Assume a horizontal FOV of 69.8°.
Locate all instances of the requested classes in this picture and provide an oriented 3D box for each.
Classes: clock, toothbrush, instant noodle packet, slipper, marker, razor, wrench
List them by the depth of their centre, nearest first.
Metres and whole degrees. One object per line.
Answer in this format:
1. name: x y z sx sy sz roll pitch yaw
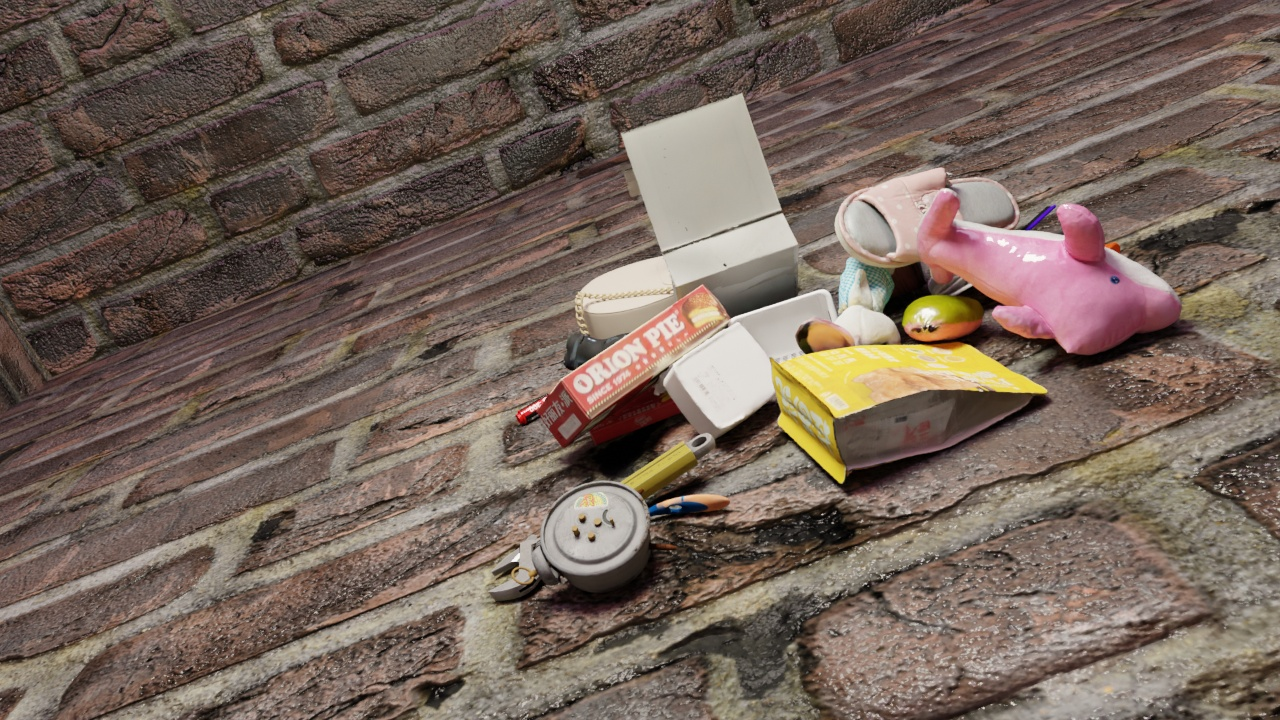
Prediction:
1. clock: -0.051 0.171 0.856 0.147 0.056 0.104 -26 45 -8
2. instant noodle packet: 0.262 0.032 0.917 0.221 0.084 0.163 -13 19 -9
3. toothbrush: 0.027 0.149 0.918 0.135 0.021 0.017 -14 38 24
4. wrench: -0.037 0.154 0.931 0.273 0.018 0.083 -32 21 -8
5. slipper: 0.348 -0.174 1.082 0.273 0.114 0.055 -15 -20 -26
6. clock: 0.307 -0.144 1.162 0.072 0.158 0.120 -19 21 22
7. razor: -0.045 -0.018 1.267 0.141 0.064 0.052 -11 39 32
8. marker: -0.109 0.047 1.286 0.144 0.021 0.023 -30 31 -21

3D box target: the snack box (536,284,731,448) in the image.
1. snack box: -0.007 0.006 1.105 0.235 0.060 0.113 -34 -7 -29

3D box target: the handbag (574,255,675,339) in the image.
1. handbag: 0.006 -0.101 1.419 0.208 0.103 0.210 -17 23 2

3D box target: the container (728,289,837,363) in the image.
1. container: 0.180 -0.036 1.138 0.129 0.081 0.049 -18 11 11

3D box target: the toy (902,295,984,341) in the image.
1. toy: 0.330 -0.047 1.025 0.090 0.051 0.109 3 7 37

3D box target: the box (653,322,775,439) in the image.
1. box: 0.074 0.030 1.070 0.108 0.124 0.137 -33 -11 -26

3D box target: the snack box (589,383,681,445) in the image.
1. snack box: -0.002 0.058 1.158 0.133 0.021 0.089 -21 21 2

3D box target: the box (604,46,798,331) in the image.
1. box: 0.092 -0.193 1.182 0.167 0.369 0.150 -19 22 -2

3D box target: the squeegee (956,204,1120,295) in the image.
1. squeegee: 0.474 -0.114 1.065 0.249 0.055 0.185 -39 12 -17

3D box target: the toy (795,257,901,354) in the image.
1. toy: 0.254 -0.041 1.052 0.106 0.131 0.204 30 56 15

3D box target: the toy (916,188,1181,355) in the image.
1. toy: 0.397 -0.074 0.932 0.266 0.187 0.127 26 68 26

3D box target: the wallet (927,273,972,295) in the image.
1. wallet: 0.385 -0.107 1.112 0.086 0.032 0.116 -36 4 14
